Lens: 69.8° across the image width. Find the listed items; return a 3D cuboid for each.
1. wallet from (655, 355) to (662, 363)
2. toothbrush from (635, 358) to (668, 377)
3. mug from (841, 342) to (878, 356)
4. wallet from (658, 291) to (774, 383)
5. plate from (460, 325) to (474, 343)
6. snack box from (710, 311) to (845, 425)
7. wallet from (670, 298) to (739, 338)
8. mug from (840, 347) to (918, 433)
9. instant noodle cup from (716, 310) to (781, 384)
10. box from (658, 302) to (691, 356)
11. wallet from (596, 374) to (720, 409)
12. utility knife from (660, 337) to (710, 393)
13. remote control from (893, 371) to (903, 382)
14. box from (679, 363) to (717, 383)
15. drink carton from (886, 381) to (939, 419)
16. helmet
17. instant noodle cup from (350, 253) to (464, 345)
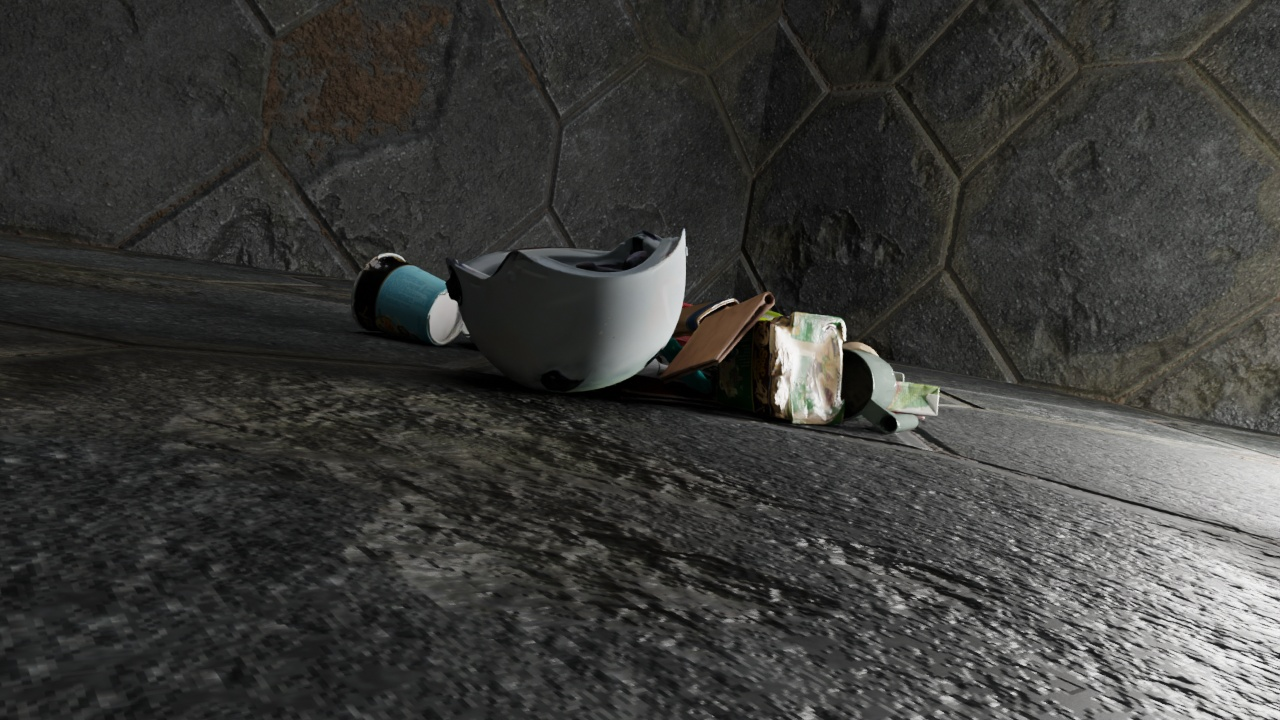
[{"bbox_3d":[-0.036,-0.013,1.387,0.119,0.035,0.130,15,4,-11],"label":"wallet"},{"bbox_3d":[-0.007,0.007,1.190,0.220,0.026,0.027,6,17,-34],"label":"toothbrush"},{"bbox_3d":[0.292,0.023,1.336,0.125,0.084,0.103,-15,1,12],"label":"mug"},{"bbox_3d":[0.079,-0.023,0.969,0.020,0.115,0.101,50,-33,-12],"label":"wallet"},{"bbox_3d":[-0.121,-0.047,1.253,0.266,0.034,0.161,2,24,15],"label":"plate"},{"bbox_3d":[0.148,0.009,1.006,0.117,0.118,0.106,5,-4,-38],"label":"snack box"},{"bbox_3d":[0.070,-0.056,1.270,0.090,0.033,0.115,-29,15,-39],"label":"wallet"},{"bbox_3d":[0.258,0.041,1.055,0.124,0.084,0.103,41,18,25],"label":"mug"},{"bbox_3d":[0.146,-0.012,1.288,0.112,0.112,0.123,12,13,37],"label":"instant noodle cup"},{"bbox_3d":[-0.004,-0.051,1.365,0.201,0.069,0.157,16,35,9],"label":"box"},{"bbox_3d":[0.012,0.031,0.979,0.122,0.020,0.096,8,9,-29],"label":"wallet"},{"bbox_3d":[0.047,0.000,1.038,0.029,0.013,0.185,-12,-29,18],"label":"utility knife"},{"bbox_3d":[0.293,0.034,1.268,0.135,0.056,0.019,9,4,13],"label":"remote control"},{"bbox_3d":[0.092,-0.012,1.150,0.086,0.075,0.162,-5,-10,-18],"label":"box"},{"bbox_3d":[0.323,0.049,1.190,0.122,0.045,0.054,8,-6,-23],"label":"drink carton"},{"bbox_3d":[-0.069,-0.046,0.912,0.228,0.146,0.259,-13,11,-33],"label":"helmet"},{"bbox_3d":[-0.296,-0.073,1.199,0.120,0.111,0.111,20,9,26],"label":"instant noodle cup"}]
